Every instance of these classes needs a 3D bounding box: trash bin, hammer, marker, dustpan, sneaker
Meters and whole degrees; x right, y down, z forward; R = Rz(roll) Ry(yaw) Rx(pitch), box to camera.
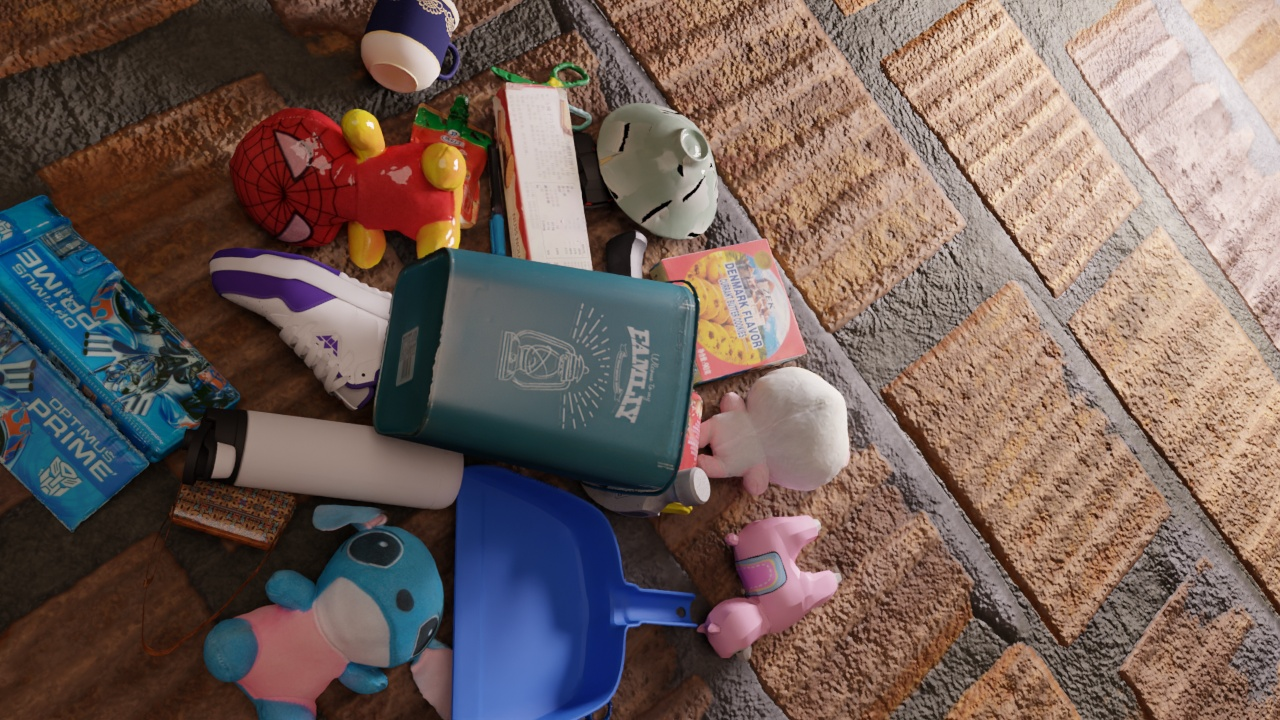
[{"bbox_3d":[-0.097,0.007,0.797,0.218,0.200,0.196,12,80,-30],"label":"trash bin"},{"bbox_3d":[-0.005,0.005,0.937,0.035,0.140,0.312,31,50,-51],"label":"hammer"},{"bbox_3d":[-0.153,-0.168,0.964,0.015,0.018,0.123,-3,82,-21],"label":"marker"},{"bbox_3d":[-0.051,0.234,0.871,0.257,0.060,0.245,18,59,-40],"label":"dustpan"},{"bbox_3d":[-0.277,-0.016,0.840,0.244,0.092,0.111,20,73,-22],"label":"sneaker"}]

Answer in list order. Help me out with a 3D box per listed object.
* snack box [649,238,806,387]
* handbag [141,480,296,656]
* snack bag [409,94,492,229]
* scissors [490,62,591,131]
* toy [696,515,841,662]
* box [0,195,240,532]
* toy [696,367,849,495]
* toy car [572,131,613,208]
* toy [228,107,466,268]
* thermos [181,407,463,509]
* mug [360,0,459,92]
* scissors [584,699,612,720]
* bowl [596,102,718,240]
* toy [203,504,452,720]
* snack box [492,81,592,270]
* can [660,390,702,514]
[{"bbox_3d":[0.099,-0.054,1.030,0.144,0.040,0.142,-15,81,-25],"label":"snack box"},{"bbox_3d":[-0.345,0.161,0.732,0.093,0.043,0.195,21,29,-15],"label":"handbag"},{"bbox_3d":[-0.198,-0.212,0.954,0.087,0.044,0.155,18,65,-27],"label":"snack bag"},{"bbox_3d":[-0.109,-0.291,1.026,0.131,0.012,0.108,-20,84,-27],"label":"scissors"},{"bbox_3d":[0.125,0.232,0.950,0.157,0.067,0.123,-19,82,-22],"label":"toy"},{"bbox_3d":[-0.486,-0.004,0.762,0.243,0.060,0.175,47,64,-4],"label":"box"},{"bbox_3d":[0.140,0.079,0.985,0.179,0.102,0.138,-15,69,-8],"label":"toy"},{"bbox_3d":[-0.058,-0.213,1.011,0.042,0.036,0.091,-15,82,-26],"label":"toy car"},{"bbox_3d":[-0.271,-0.163,0.855,0.216,0.098,0.148,12,109,0],"label":"toy"},{"bbox_3d":[-0.267,0.089,0.788,0.229,0.101,0.068,12,96,-29],"label":"thermos"},{"bbox_3d":[-0.233,-0.322,0.950,0.112,0.086,0.089,35,62,-50],"label":"mug"},{"bbox_3d":[-0.051,0.375,0.865,0.083,0.016,0.135,-6,80,-26],"label":"scissors"},{"bbox_3d":[0.040,-0.226,1.020,0.174,0.068,0.174,13,67,-32],"label":"bowl"},{"bbox_3d":[-0.248,0.235,0.778,0.191,0.099,0.224,-33,112,-24],"label":"toy"},{"bbox_3d":[-0.102,-0.157,0.969,0.076,0.044,0.272,-4,80,-29],"label":"snack box"},{"bbox_3d":[0.026,0.093,0.944,0.066,0.067,0.124,14,71,-19],"label":"can"}]
